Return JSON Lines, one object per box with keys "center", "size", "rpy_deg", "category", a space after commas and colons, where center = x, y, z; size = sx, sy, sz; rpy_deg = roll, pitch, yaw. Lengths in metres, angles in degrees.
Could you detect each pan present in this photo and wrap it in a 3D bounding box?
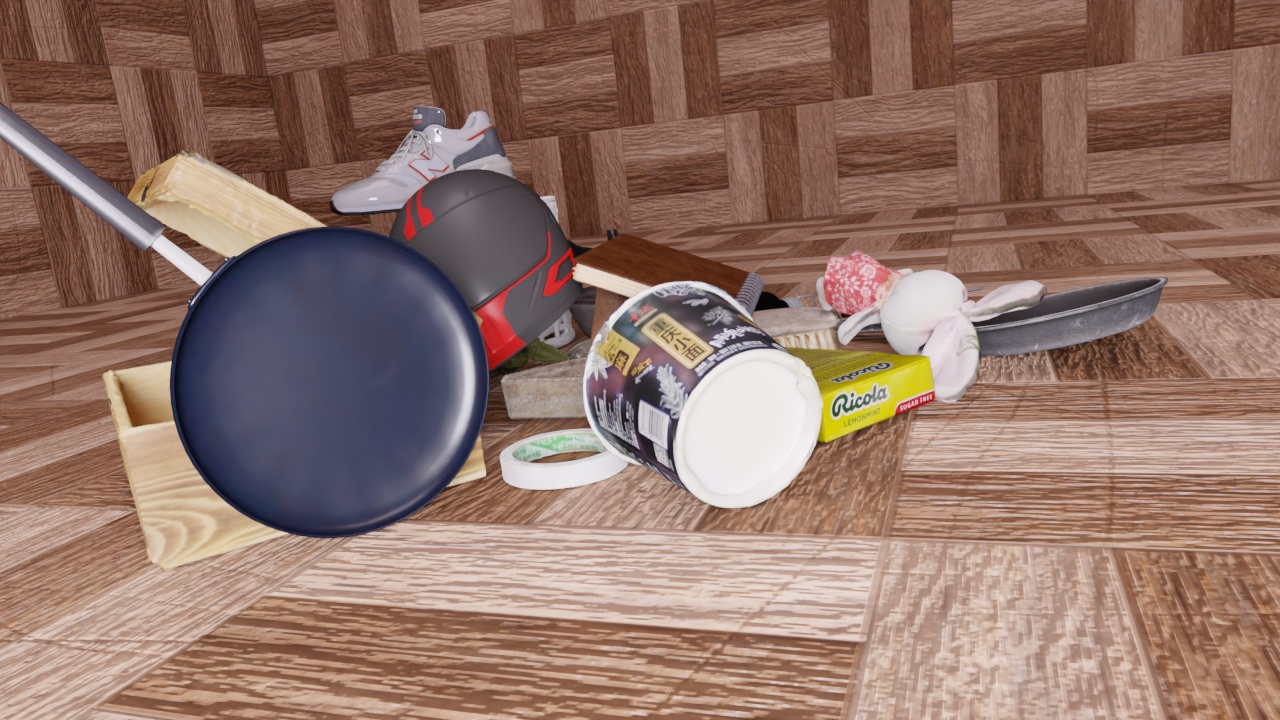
{"center": [-0.245, -0.035, 0.558], "size": [0.021, 0.356, 0.198], "rpy_deg": [2, 53, 57], "category": "pan"}
{"center": [0.333, -0.038, 0.921], "size": [0.186, 0.055, 0.358], "rpy_deg": [-18, 4, -41], "category": "pan"}

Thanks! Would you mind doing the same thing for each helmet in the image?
{"center": [-0.158, -0.099, 0.889], "size": [0.164, 0.170, 0.264], "rpy_deg": [-35, 11, 13], "category": "helmet"}

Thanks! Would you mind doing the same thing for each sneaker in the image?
{"center": [-0.274, -0.253, 1.147], "size": [0.239, 0.124, 0.089], "rpy_deg": [-13, 14, -27], "category": "sneaker"}

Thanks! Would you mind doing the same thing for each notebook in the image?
{"center": [0.036, -0.082, 0.917], "size": [0.167, 0.024, 0.225], "rpy_deg": [18, 17, 6], "category": "notebook"}

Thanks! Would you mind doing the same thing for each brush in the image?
{"center": [0.066, -0.009, 0.902], "size": [0.271, 0.057, 0.083], "rpy_deg": [-9, 17, -5], "category": "brush"}

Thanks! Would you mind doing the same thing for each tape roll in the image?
{"center": [-0.056, 0.072, 0.683], "size": [0.094, 0.018, 0.093], "rpy_deg": [-6, 12, 1], "category": "tape roll"}

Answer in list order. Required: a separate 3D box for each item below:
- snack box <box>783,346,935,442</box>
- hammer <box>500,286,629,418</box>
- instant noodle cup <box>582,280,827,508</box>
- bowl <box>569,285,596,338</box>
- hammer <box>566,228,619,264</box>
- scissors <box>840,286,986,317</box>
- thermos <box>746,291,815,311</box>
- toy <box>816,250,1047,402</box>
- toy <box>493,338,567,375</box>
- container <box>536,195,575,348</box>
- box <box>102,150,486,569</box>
{"center": [0.130, 0.024, 0.754], "size": [0.121, 0.045, 0.181], "rpy_deg": [-16, 13, -31], "category": "snack box"}
{"center": [-0.032, -0.032, 0.859], "size": [0.158, 0.037, 0.300], "rpy_deg": [-8, 24, 4], "category": "hammer"}
{"center": [0.045, 0.028, 0.598], "size": [0.137, 0.137, 0.112], "rpy_deg": [-11, 23, -22], "category": "instant noodle cup"}
{"center": [-0.018, -0.056, 1.142], "size": [0.145, 0.067, 0.145], "rpy_deg": [-6, 12, 1], "category": "bowl"}
{"center": [-0.062, -0.136, 1.275], "size": [0.025, 0.118, 0.332], "rpy_deg": [-5, 2, 11], "category": "hammer"}
{"center": [0.304, -0.063, 1.027], "size": [0.180, 0.015, 0.194], "rpy_deg": [-6, -4, 30], "category": "scissors"}
{"center": [0.099, -0.042, 1.014], "size": [0.231, 0.061, 0.061], "rpy_deg": [-8, 11, -27], "category": "thermos"}
{"center": [0.237, -0.045, 0.817], "size": [0.194, 0.084, 0.158], "rpy_deg": [22, 57, 40], "category": "toy"}
{"center": [-0.182, -0.026, 1.026], "size": [0.179, 0.078, 0.152], "rpy_deg": [21, 21, 11], "category": "toy"}
{"center": [-0.189, -0.108, 1.185], "size": [0.189, 0.187, 0.189], "rpy_deg": [-6, 12, 1], "category": "container"}
{"center": [-0.273, -0.031, 0.721], "size": [0.268, 0.264, 0.280], "rpy_deg": [-11, 11, -31], "category": "box"}
